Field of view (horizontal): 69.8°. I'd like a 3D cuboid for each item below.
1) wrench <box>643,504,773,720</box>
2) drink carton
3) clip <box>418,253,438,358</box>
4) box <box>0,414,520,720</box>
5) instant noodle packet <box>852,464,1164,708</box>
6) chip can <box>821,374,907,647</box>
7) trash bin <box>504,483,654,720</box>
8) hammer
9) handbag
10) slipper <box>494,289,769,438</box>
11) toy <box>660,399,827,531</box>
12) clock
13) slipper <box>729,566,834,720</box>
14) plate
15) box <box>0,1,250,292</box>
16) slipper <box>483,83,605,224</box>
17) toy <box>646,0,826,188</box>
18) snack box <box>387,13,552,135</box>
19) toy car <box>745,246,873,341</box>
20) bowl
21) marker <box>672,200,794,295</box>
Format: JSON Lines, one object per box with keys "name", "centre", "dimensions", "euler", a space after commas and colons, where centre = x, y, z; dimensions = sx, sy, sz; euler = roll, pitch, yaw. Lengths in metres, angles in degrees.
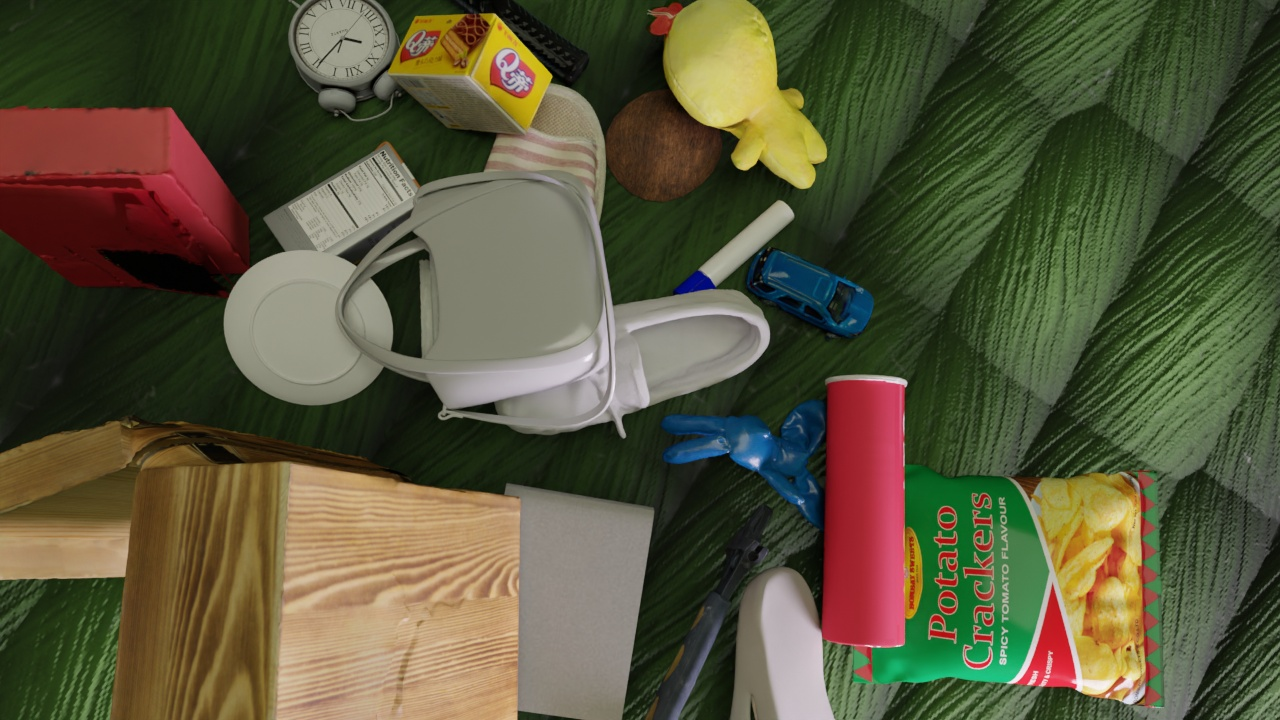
{"name": "wrench", "centre": [0.048, 0.222, 0.735], "dimensions": [0.022, 0.074, 0.272], "euler": [35, 57, -2]}
{"name": "drink carton", "centre": [-0.248, -0.124, 0.790], "dimensions": [0.124, 0.048, 0.076], "euler": [-35, 88, -10]}
{"name": "clip", "centre": [-0.171, -0.042, 0.802], "dimensions": [0.058, 0.052, 0.102], "euler": [-5, 83, 21]}
{"name": "box", "centre": [-0.277, 0.162, 0.581], "dimensions": [0.335, 0.279, 0.286], "euler": [-2, 78, 18]}
{"name": "instant noodle packet", "centre": [0.315, 0.188, 0.796], "dimensions": [0.253, 0.090, 0.195], "euler": [2, 81, 9]}
{"name": "chip can", "centre": [0.191, 0.126, 0.782], "dimensions": [0.069, 0.069, 0.220], "euler": [4, 81, -7]}
{"name": "trash bin", "centre": [-0.071, 0.221, 0.733], "dimensions": [0.114, 0.114, 0.228], "euler": [10, 81, -6]}
{"name": "hammer", "centre": [-0.186, -0.357, 0.840], "dimensions": [0.319, 0.032, 0.130], "euler": [35, 79, -2]}
{"name": "handbag", "centre": [-0.135, -0.046, 0.726], "dimensions": [0.223, 0.096, 0.215], "euler": [-10, 75, 2]}
{"name": "slipper", "centre": [-0.005, 0.005, 0.787], "dimensions": [0.246, 0.074, 0.112], "euler": [-17, 97, -10]}
{"name": "toy", "centre": [0.105, 0.075, 0.798], "dimensions": [0.176, 0.071, 0.112], "euler": [18, 59, -21]}
{"name": "clock", "centre": [-0.259, -0.270, 0.815], "dimensions": [0.094, 0.035, 0.122], "euler": [-21, 84, -9]}
{"name": "slipper", "centre": [0.108, 0.308, 0.768], "dimensions": [0.112, 0.081, 0.266], "euler": [-6, 86, -53]}
{"name": "plate", "centre": [-0.276, -0.024, 0.763], "dimensions": [0.134, 0.011, 0.135], "euler": [-3, 109, -9]}
{"name": "box", "centre": [-0.401, -0.153, 0.697], "dimensions": [0.164, 0.214, 0.153], "euler": [0, 76, -9]}
{"name": "slipper", "centre": [-0.090, -0.123, 0.810], "dimensions": [0.115, 0.052, 0.262], "euler": [6, 82, -8]}
{"name": "toy", "centre": [0.093, -0.245, 0.826], "dimensions": [0.207, 0.092, 0.133], "euler": [49, 44, -21]}
{"name": "snack box", "centre": [-0.144, -0.243, 0.780], "dimensions": [0.106, 0.083, 0.061], "euler": [15, 77, 37]}
{"name": "toy car", "centre": [0.156, -0.061, 0.837], "dimensions": [0.120, 0.044, 0.056], "euler": [25, 80, -4]}
{"name": "bowl", "centre": [0.024, -0.204, 0.848], "dimensions": [0.114, 0.026, 0.102], "euler": [-41, 89, -11]}
{"name": "marker", "centre": [0.087, -0.097, 0.841], "dimensions": [0.133, 0.027, 0.023], "euler": [-41, 115, -11]}
